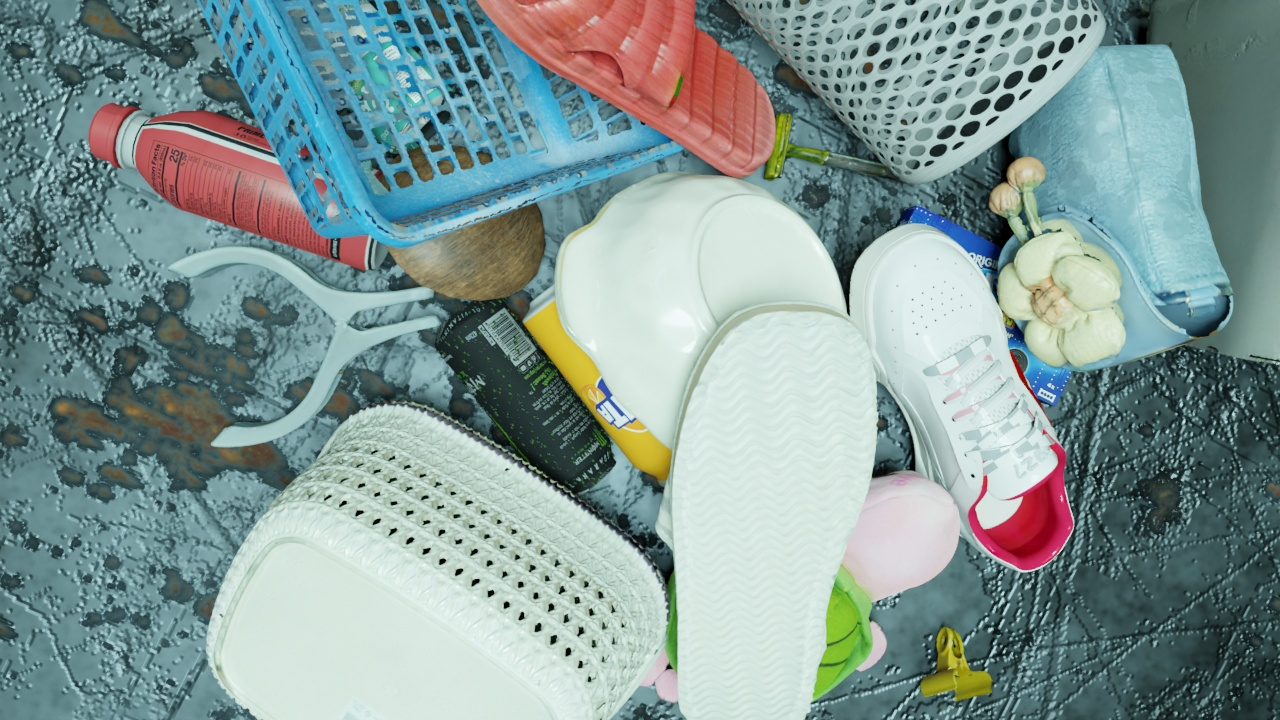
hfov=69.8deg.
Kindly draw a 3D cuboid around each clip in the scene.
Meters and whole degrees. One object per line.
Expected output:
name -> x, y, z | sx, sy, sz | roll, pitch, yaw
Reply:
clip -> -0.228, -0.041, 0.580 | 0.172, 0.031, 0.164 | -33, 98, -3
clip -> 0.214, 0.213, 0.633 | 0.048, 0.054, 0.046 | -36, 75, -23

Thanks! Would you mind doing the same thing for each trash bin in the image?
trash bin -> 0.416, -0.110, 0.559 | 0.197, 0.197, 0.220 | 6, 99, -7
trash bin -> 0.156, -0.217, 0.540 | 0.156, 0.156, 0.183 | -45, 99, -1

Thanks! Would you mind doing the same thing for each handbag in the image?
handbag -> 0.270, -0.089, 0.554 | 0.118, 0.122, 0.191 | -3, 81, -9

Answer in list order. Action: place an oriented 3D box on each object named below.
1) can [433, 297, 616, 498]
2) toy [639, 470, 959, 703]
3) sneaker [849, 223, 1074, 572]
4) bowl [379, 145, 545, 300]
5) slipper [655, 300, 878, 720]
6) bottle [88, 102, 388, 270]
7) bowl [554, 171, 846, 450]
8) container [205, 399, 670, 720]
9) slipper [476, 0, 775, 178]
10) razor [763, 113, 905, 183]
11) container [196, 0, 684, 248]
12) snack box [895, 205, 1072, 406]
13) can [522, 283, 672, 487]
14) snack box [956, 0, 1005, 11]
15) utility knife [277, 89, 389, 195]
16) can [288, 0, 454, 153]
can -> -0.073, 0.023, 0.585 | 0.054, 0.054, 0.137 | -37, 96, -2
toy -> 0.099, 0.154, 0.594 | 0.238, 0.087, 0.190 | -34, 105, 9
sneaker -> 0.207, 0.031, 0.554 | 0.090, 0.104, 0.237 | -26, 116, -4
bowl -> -0.101, -0.089, 0.556 | 0.114, 0.026, 0.102 | -4, 77, -39
slipper -> 0.067, 0.096, 0.509 | 0.114, 0.054, 0.273 | 3, 111, -6
bottle -> -0.238, -0.110, 0.556 | 0.176, 0.062, 0.062 | 18, 92, -6
bowl -> 0.060, -0.036, 0.544 | 0.219, 0.060, 0.188 | 10, 70, -31
container -> -0.117, 0.151, 0.528 | 0.251, 0.143, 0.185 | 33, 112, 3
slipper -> 0.009, -0.187, 0.512 | 0.248, 0.059, 0.103 | 23, 60, -41
razor -> 0.136, -0.132, 0.611 | 0.106, 0.026, 0.042 | 10, 91, -10
container -> -0.140, -0.242, 0.487 | 0.256, 0.089, 0.362 | -31, 99, -47
snack box -> 0.231, -0.037, 0.622 | 0.150, 0.027, 0.082 | 24, 92, -7
can -> -0.003, 0.003, 0.577 | 0.079, 0.079, 0.142 | -37, 97, -2
snack box -> 0.279, -0.287, 0.609 | 0.150, 0.026, 0.082 | -11, 95, -5
utility knife -> -0.180, -0.129, 0.544 | 0.022, 0.015, 0.147 | -23, 54, -36
can -> -0.165, -0.179, 0.561 | 0.055, 0.055, 0.101 | -44, 97, -1
